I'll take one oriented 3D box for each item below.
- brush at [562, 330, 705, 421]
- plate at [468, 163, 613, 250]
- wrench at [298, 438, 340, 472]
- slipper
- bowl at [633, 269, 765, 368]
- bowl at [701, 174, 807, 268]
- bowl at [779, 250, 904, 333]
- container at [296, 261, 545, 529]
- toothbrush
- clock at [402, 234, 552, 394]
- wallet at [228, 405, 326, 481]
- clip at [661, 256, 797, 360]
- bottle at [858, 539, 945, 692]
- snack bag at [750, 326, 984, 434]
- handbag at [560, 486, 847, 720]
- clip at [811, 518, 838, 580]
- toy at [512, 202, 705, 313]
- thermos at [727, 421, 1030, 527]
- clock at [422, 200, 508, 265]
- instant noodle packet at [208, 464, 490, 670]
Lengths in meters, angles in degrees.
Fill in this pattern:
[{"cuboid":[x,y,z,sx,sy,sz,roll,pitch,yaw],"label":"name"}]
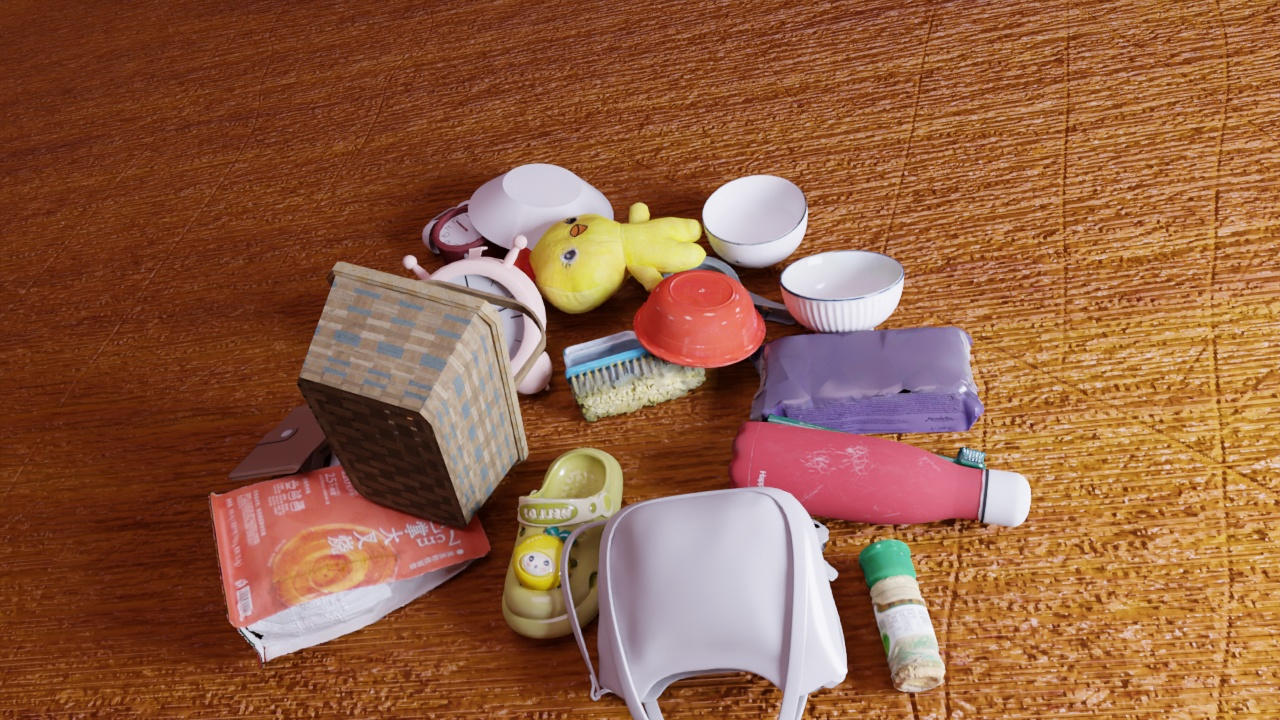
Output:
[{"cuboid":[-0.005,0.005,0.913,0.136,0.055,0.075,-15,53,1],"label":"brush"},{"cuboid":[-0.118,-0.194,1.093,0.174,0.036,0.173,5,43,-4],"label":"plate"},{"cuboid":[-0.305,0.015,1.005,0.087,0.018,0.272,-11,44,19],"label":"wrench"},{"cuboid":[-0.065,0.143,0.794,0.092,0.082,0.190,3,48,14],"label":"slipper"},{"cuboid":[0.058,-0.050,0.893,0.130,0.045,0.130,1,38,-1],"label":"bowl"},{"cuboid":[0.127,-0.144,1.004,0.113,0.063,0.113,-7,49,8],"label":"bowl"},{"cuboid":[0.198,-0.058,0.900,0.118,0.062,0.118,-8,27,4],"label":"bowl"},{"cuboid":[-0.180,0.010,0.810,0.157,0.250,0.185,15,56,10],"label":"container"},{"cuboid":[0.205,0.070,0.805,0.190,0.016,0.017,11,73,10],"label":"toothbrush"},{"cuboid":[-0.163,-0.038,0.948,0.131,0.160,0.086,-10,3,6],"label":"clock"},{"cuboid":[-0.344,0.076,0.917,0.087,0.013,0.120,-10,28,22],"label":"wallet"},{"cuboid":[0.075,-0.053,0.964,0.163,0.028,0.106,32,65,35],"label":"clip"},{"cuboid":[0.200,0.195,0.704,0.043,0.043,0.110,-11,49,5],"label":"bottle"},{"cuboid":[0.204,0.016,0.847,0.205,0.058,0.096,-3,50,12],"label":"snack bag"},{"cuboid":[0.047,0.216,0.702,0.216,0.095,0.222,-9,69,18],"label":"handbag"},{"cuboid":[0.128,0.158,0.769,0.102,0.054,0.057,35,100,35],"label":"clip"},{"cuboid":[-0.034,-0.110,0.991,0.208,0.092,0.133,-15,43,11],"label":"toy"},{"cuboid":[0.196,0.100,0.766,0.240,0.073,0.073,6,52,19],"label":"thermos"},{"cuboid":[-0.212,-0.152,1.113,0.087,0.044,0.124,-37,52,-17],"label":"clock"},{"cuboid":[-0.265,0.158,0.846,0.220,0.084,0.164,-21,43,-16],"label":"instant noodle packet"}]
